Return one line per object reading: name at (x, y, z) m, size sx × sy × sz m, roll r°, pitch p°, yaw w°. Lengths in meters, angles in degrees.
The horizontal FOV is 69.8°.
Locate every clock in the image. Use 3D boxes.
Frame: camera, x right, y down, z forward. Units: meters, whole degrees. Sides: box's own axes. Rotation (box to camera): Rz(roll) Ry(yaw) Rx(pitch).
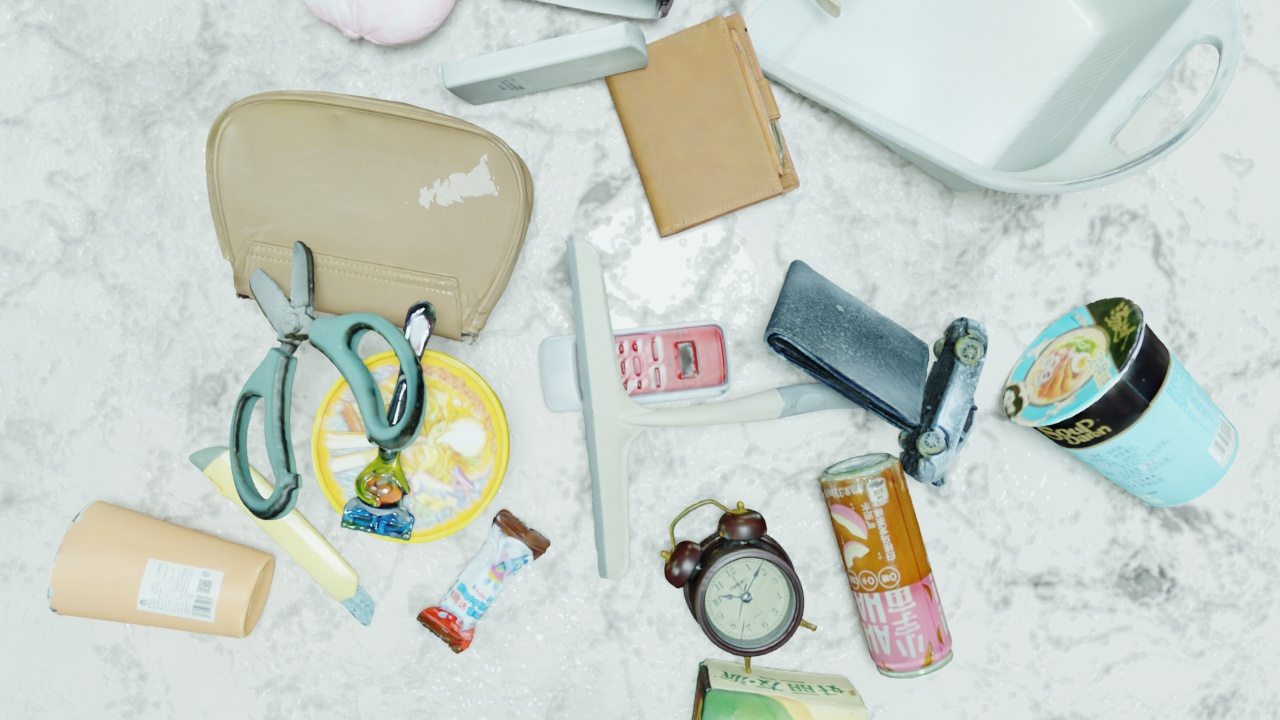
clock at (0.066, 0.152, 0.642) m, size 0.082 × 0.055 × 0.122 m, roll -33°, pitch 95°, yaw 0°

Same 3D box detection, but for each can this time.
can at (0.172, 0.142, 0.644) m, size 0.058 × 0.058 × 0.147 m, roll -17°, pitch 91°, yaw -1°

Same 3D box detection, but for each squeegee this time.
squeegee at (0.083, 0.030, 0.635) m, size 0.246 × 0.039 × 0.247 m, roll -7°, pitch 106°, yaw -9°

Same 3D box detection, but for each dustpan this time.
dustpan at (0.233, -0.226, 0.598) m, size 0.258 × 0.142 × 0.222 m, roll 40°, pitch 90°, yaw -3°

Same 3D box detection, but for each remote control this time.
remote control at (-0.004, 0.004, 0.656) m, size 0.136 × 0.020 × 0.056 m, roll -6°, pitch 92°, yaw -1°
remote control at (-0.063, -0.200, 0.619) m, size 0.135 × 0.056 × 0.019 m, roll -9°, pitch 91°, yaw 13°

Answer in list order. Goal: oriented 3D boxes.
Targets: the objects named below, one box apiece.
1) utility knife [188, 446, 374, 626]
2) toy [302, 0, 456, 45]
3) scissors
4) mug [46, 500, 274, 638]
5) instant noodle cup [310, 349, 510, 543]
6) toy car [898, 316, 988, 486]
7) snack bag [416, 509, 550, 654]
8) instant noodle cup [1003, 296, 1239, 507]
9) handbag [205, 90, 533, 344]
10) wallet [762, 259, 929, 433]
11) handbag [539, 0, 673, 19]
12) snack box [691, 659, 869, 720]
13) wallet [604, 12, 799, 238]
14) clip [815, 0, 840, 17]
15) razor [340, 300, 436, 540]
utility knife at (-0.251, 0.124, 0.654) m, size 0.031 × 0.019 × 0.175 m, roll -43°, pitch 91°, yaw 4°
toy at (-0.170, -0.295, 0.627) m, size 0.121 × 0.054 × 0.159 m, roll 18°, pitch 92°, yaw 9°
scissors at (-0.207, 0.018, 0.546) m, size 0.174 × 0.019 × 0.177 m, roll 43°, pitch 99°, yaw 24°
mug at (-0.322, 0.147, 0.627) m, size 0.122 × 0.078 × 0.078 m, roll 14°, pitch 91°, yaw -6°
instant noodle cup at (-0.140, 0.052, 0.607) m, size 0.118 × 0.114 × 0.118 m, roll 0°, pitch 90°, yaw -1°
toy car at (0.216, 0.029, 0.645) m, size 0.037 × 0.054 × 0.120 m, roll 18°, pitch 90°, yaw 1°
snack bag at (-0.112, 0.158, 0.654) m, size 0.045 × 0.026 × 0.105 m, roll 38°, pitch 88°, yaw 1°
instant noodle cup at (0.333, 0.036, 0.629) m, size 0.120 × 0.111 × 0.111 m, roll 38°, pitch 90°, yaw -11°
handbag at (-0.177, -0.099, 0.615) m, size 0.204 × 0.099 × 0.148 m, roll 12°, pitch 98°, yaw -2°
wallet at (0.145, -0.013, 0.629) m, size 0.121 × 0.097 × 0.019 m, roll 32°, pitch 132°, yaw -3°
handbag at (-0.027, -0.341, 0.610) m, size 0.145 × 0.098 × 0.197 m, roll 13°, pitch 90°, yaw 1°
snack box at (0.084, 0.341, 0.643) m, size 0.114 × 0.063 × 0.240 m, roll 8°, pitch 92°, yaw 0°
wallet at (0.043, -0.165, 0.644) m, size 0.108 × 0.031 × 0.132 m, roll -20°, pitch 91°, yaw 10°
clip at (0.117, -0.291, 0.634) m, size 0.104 × 0.035 × 0.089 m, roll 29°, pitch 83°, yaw 15°
razor at (-0.142, 0.034, 0.538) m, size 0.042 × 0.022 × 0.142 m, roll 13°, pitch 90°, yaw -4°
